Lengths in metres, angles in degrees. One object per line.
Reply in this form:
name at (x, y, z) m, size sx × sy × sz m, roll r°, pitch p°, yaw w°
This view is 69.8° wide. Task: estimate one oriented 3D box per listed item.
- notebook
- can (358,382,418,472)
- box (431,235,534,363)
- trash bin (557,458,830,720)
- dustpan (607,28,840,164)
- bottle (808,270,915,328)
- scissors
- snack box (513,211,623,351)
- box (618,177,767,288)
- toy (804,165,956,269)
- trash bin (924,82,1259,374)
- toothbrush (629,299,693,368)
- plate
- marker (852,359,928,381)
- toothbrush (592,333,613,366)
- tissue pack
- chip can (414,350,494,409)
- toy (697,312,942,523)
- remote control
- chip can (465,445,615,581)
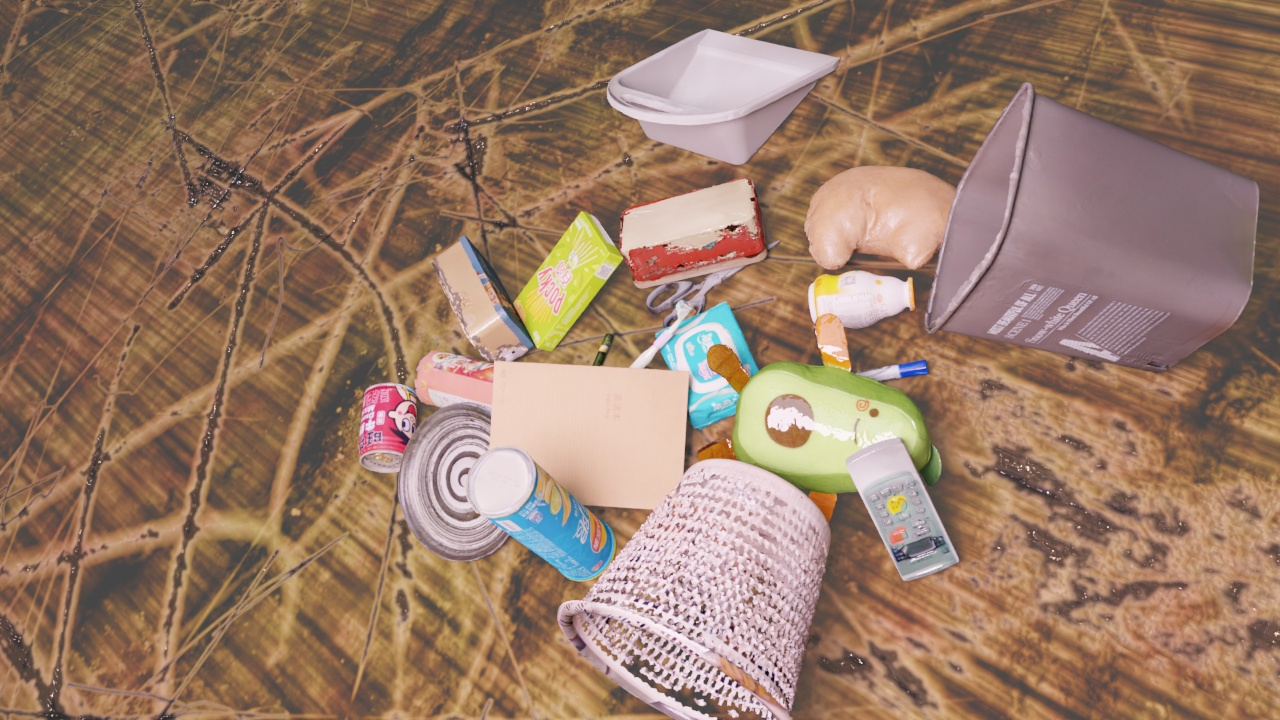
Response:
notebook at (-0.057, 0.080, 0.979) m, size 0.211 × 0.012 × 0.149 m, roll 3°, pitch 90°, yaw 5°
can at (-0.307, 0.083, 1.118) m, size 0.067 × 0.066 × 0.093 m, roll -13°, pitch 58°, yaw 15°
box at (-0.201, -0.077, 1.153) m, size 0.061 × 0.090 × 0.184 m, roll -32°, pitch 54°, yaw 2°
trash bin at (0.068, 0.205, 0.824) m, size 0.228 × 0.228 × 0.191 m, roll 14°, pitch 55°, yaw 28°
dustpan at (0.088, -0.362, 1.172) m, size 0.223 × 0.142 × 0.257 m, roll 26°, pitch 75°, yaw 31°
bottle at (0.238, -0.066, 0.984) m, size 0.108 × 0.063 × 0.063 m, roll -5°, pitch 60°, yaw 20°
scissors at (0.083, -0.101, 1.099) m, size 0.147 × 0.014 × 0.171 m, roll 12°, pitch 67°, yaw 26°
snack box at (-0.090, -0.095, 1.117) m, size 0.157 × 0.026 × 0.085 m, roll -50°, pitch 50°, yaw 24°
box at (0.060, -0.156, 1.092) m, size 0.168 × 0.080 × 0.091 m, roll -12°, pitch 48°, yaw 16°
toy at (0.295, -0.155, 1.009) m, size 0.226 × 0.082 × 0.143 m, roll 4°, pitch 64°, yaw 19°
trash bin at (0.406, -0.103, 0.841) m, size 0.220 × 0.199 × 0.198 m, roll 18°, pitch 68°, yaw 5°
toothbrush at (-0.006, 0.006, 1.032) m, size 0.020 × 0.029 × 0.190 m, roll 42°, pitch 108°, yaw 3°
plate at (-0.200, 0.137, 1.047) m, size 0.180 × 0.024 × 0.179 m, roll -3°, pitch 84°, yaw 27°
marker at (0.228, 0.019, 0.969) m, size 0.146 × 0.017 × 0.016 m, roll -11°, pitch 58°, yaw 16°
toothbrush at (-0.066, 0.049, 1.074) m, size 0.017 × 0.012 × 0.185 m, roll 13°, pitch 67°, yaw 22°
tissue pack at (0.078, 0.003, 1.018) m, size 0.093 × 0.050 × 0.133 m, roll -26°, pitch 54°, yaw 8°
chip can at (-0.166, 0.040, 1.075) m, size 0.215 × 0.071 × 0.071 m, roll 11°, pitch 66°, yaw 32°
toy at (0.168, 0.066, 0.904) m, size 0.247 × 0.089 × 0.227 m, roll 6°, pitch 95°, yaw 26°
remote control at (0.239, 0.136, 0.838) m, size 0.056 × 0.135 × 0.019 m, roll -24°, pitch 13°, yaw 16°
chip can at (-0.092, 0.154, 0.902) m, size 0.071 × 0.210 × 0.071 m, roll -9°, pitch 59°, yaw 16°
